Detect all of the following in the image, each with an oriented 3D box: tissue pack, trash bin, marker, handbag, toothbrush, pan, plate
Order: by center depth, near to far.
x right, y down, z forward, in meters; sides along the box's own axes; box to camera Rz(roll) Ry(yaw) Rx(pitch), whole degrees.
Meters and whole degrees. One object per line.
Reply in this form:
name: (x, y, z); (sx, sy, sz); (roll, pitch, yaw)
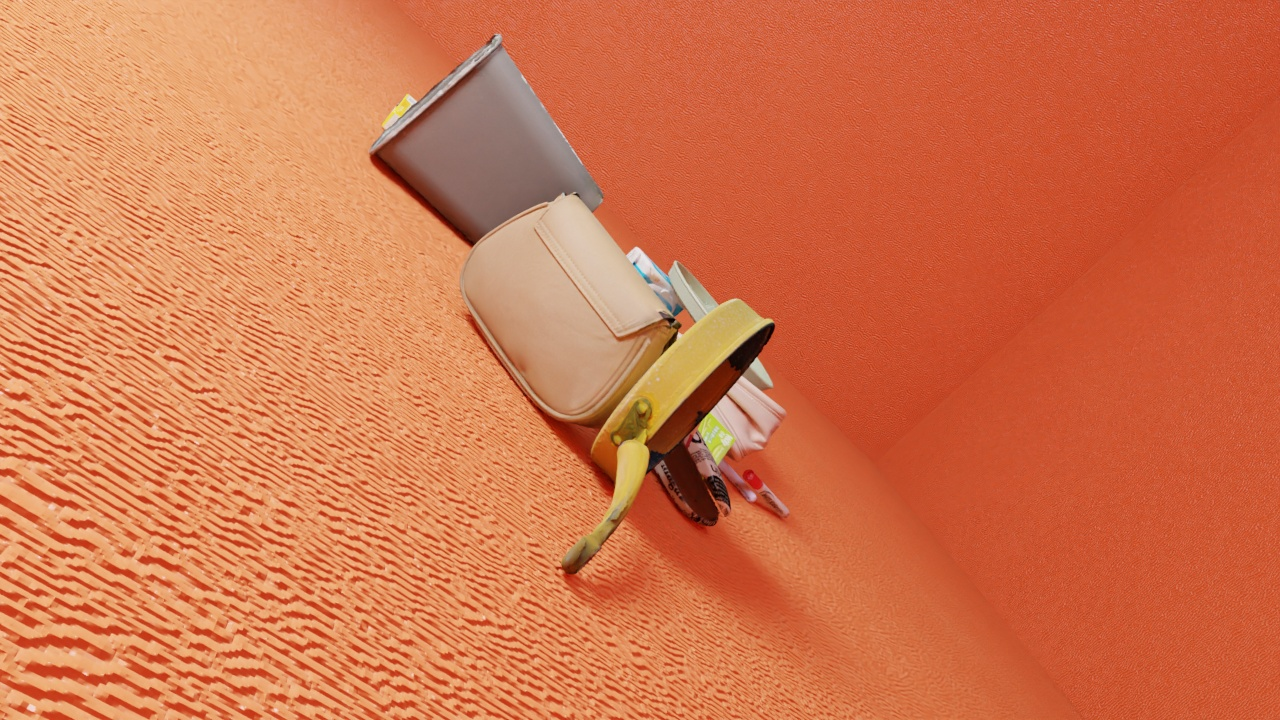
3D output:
pan: (0.013, 0.061, 0.723); (0.078, 0.198, 0.356); (42, 29, 11)
handbag: (-0.062, -0.043, 0.823); (0.204, 0.148, 0.099); (54, 14, 20)
trash bin: (-0.173, -0.242, 1.103); (0.220, 0.199, 0.199); (48, 8, -22)
handbag: (0.071, 0.019, 1.210); (0.234, 0.093, 0.193); (45, -3, -11)
toothbrush: (0.090, 0.114, 1.218); (0.021, 0.029, 0.189); (-28, 69, -36)
marker: (0.170, 0.181, 1.230); (0.017, 0.017, 0.145); (54, 4, 41)
plate: (0.112, -0.046, 1.310); (0.230, 0.027, 0.230); (50, 11, -14)
tissue pack: (0.002, -0.094, 1.330); (0.140, 0.090, 0.063); (39, 13, -48)

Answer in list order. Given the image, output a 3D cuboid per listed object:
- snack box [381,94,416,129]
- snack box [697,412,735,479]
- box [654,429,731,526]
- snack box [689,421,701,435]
snack box: (-0.283, -0.296, 1.259); (0.140, 0.034, 0.086); (39, 24, -22)
snack box: (0.040, 0.064, 1.091); (0.156, 0.026, 0.085); (45, 36, 0)
box: (0.036, 0.104, 0.952); (0.163, 0.076, 0.075); (59, 5, 34)
snack box: (-0.009, 0.016, 0.930); (0.157, 0.027, 0.084); (22, 32, -4)
